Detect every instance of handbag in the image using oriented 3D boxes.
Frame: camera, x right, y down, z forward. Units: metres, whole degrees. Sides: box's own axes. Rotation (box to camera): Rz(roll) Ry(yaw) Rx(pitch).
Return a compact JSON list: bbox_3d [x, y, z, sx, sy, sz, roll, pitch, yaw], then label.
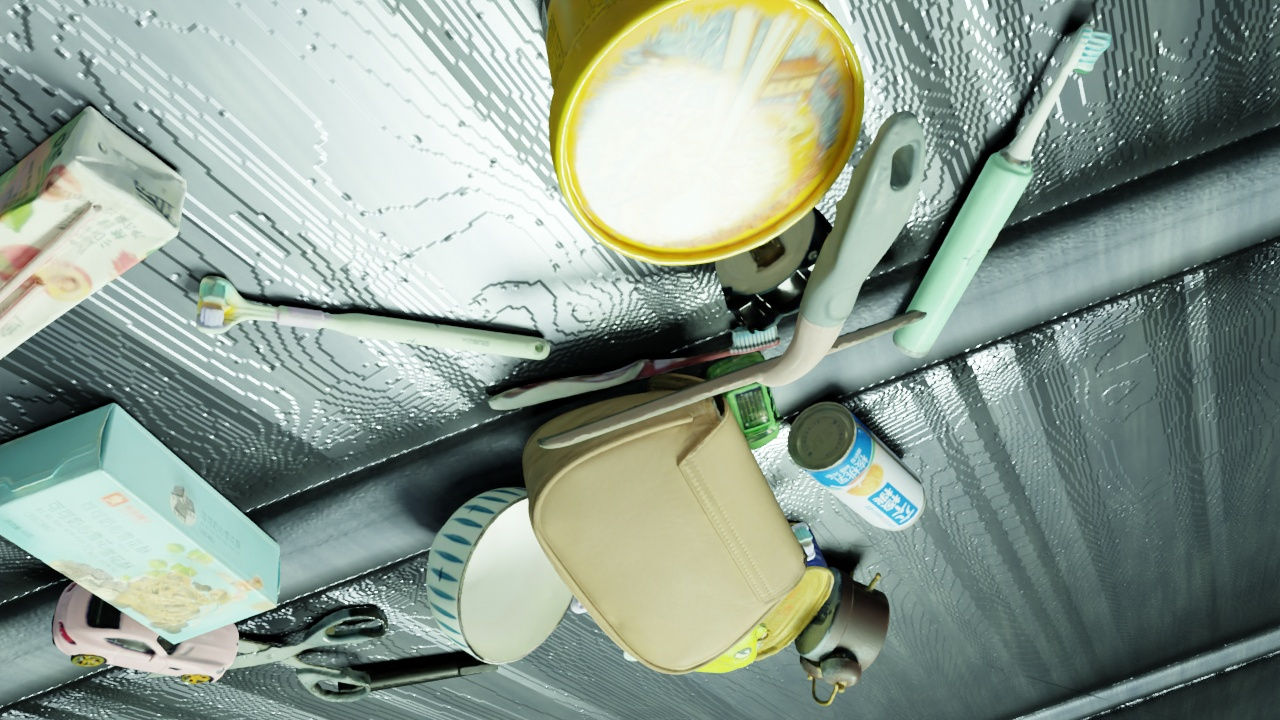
[{"bbox_3d":[0.016,0.104,0.604,0.148,0.099,0.204,-27,122,3],"label":"handbag"}]

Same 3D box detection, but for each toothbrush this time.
[{"bbox_3d":[0.039,0.160,0.688,0.189,0.029,0.021,-14,175,-6],"label":"toothbrush"},{"bbox_3d":[0.203,-0.089,0.538,0.027,0.026,0.225,14,132,-3],"label":"toothbrush"},{"bbox_3d":[-0.003,0.003,0.571,0.187,0.016,0.017,-13,111,-4],"label":"toothbrush"},{"bbox_3d":[-0.138,-0.017,0.501,0.189,0.029,0.020,8,174,-27],"label":"toothbrush"}]

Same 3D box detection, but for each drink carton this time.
[{"bbox_3d":[-0.264,-0.050,0.402,0.123,0.045,0.053,-30,138,13],"label":"drink carton"}]

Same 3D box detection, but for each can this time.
[{"bbox_3d":[0.111,0.202,0.793,0.074,0.049,0.148,1,134,-20],"label":"can"},{"bbox_3d":[0.164,0.082,0.682,0.053,0.053,0.134,-35,135,18],"label":"can"}]

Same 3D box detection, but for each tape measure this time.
[{"bbox_3d":[0.073,-0.057,0.497,0.066,0.066,0.033,-32,139,23],"label":"tape measure"}]

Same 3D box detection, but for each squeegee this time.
[{"bbox_3d":[0.078,-0.024,0.419,0.247,0.040,0.250,-18,161,-14],"label":"squeegee"}]

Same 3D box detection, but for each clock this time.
[{"bbox_3d":[0.173,0.241,0.808,0.055,0.121,0.082,23,166,-7],"label":"clock"}]

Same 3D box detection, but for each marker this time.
[{"bbox_3d":[-0.187,0.265,0.776,0.132,0.022,0.020,-3,104,-16],"label":"marker"}]

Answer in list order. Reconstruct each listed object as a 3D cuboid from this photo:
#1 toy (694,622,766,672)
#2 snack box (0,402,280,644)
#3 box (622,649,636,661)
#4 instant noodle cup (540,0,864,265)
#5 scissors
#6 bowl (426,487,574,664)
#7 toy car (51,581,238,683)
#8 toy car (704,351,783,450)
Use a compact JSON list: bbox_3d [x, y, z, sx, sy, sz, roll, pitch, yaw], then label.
[{"bbox_3d":[0.050,0.233,0.754,0.100,0.031,0.097,28,124,-28],"label":"toy"},{"bbox_3d":[-0.294,0.103,0.548,0.074,0.051,0.175,-19,138,2],"label":"snack box"},{"bbox_3d":[0.037,0.184,0.751,0.086,0.046,0.202,-3,135,-17],"label":"box"},{"bbox_3d":[0.013,-0.119,0.375,0.118,0.114,0.119,-10,137,-10],"label":"instant noodle cup"},{"bbox_3d":[-0.276,0.225,0.703,0.178,0.014,0.159,-26,125,2],"label":"scissors"},{"bbox_3d":[-0.101,0.140,0.628,0.066,0.116,0.116,11,154,37],"label":"bowl"},{"bbox_3d":[-0.326,0.179,0.615,0.037,0.056,0.122,-34,136,26],"label":"toy car"},{"bbox_3d":[0.071,0.031,0.612,0.043,0.036,0.091,-21,141,1],"label":"toy car"}]
